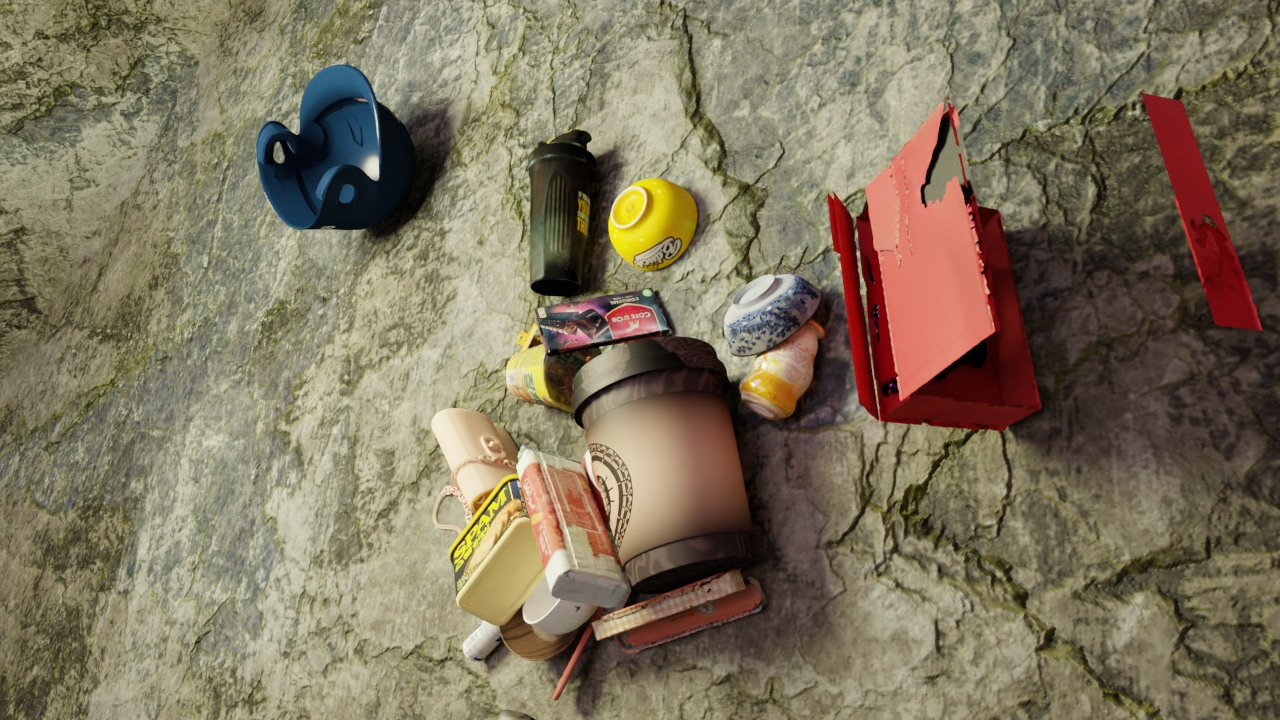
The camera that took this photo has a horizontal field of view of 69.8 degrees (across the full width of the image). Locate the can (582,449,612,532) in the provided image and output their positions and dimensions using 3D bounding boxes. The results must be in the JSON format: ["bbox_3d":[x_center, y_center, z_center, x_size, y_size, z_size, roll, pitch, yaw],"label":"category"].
[{"bbox_3d":[-0.031,0.145,1.054,0.054,0.054,0.096,-36,52,24],"label":"can"}]

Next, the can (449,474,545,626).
[{"bbox_3d":[-0.151,0.214,1.036,0.135,0.075,0.104,-52,22,8],"label":"can"}]

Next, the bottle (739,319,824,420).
[{"bbox_3d":[0.150,0.006,0.954,0.063,0.063,0.109,22,75,43],"label":"bottle"}]

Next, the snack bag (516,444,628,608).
[{"bbox_3d":[-0.078,0.170,0.967,0.041,0.077,0.225,-63,26,16],"label":"snack bag"}]

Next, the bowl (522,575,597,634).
[{"bbox_3d":[-0.077,0.249,0.998,0.105,0.054,0.104,-48,20,23],"label":"bowl"}]

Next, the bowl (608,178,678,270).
[{"bbox_3d":[0.006,-0.178,1.150,0.117,0.067,0.117,-17,61,34],"label":"bowl"}]

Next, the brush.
[{"bbox_3d":[-0.048,0.300,1.012,0.030,0.041,0.172,26,88,3],"label":"brush"}]

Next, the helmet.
[{"bbox_3d":[-0.483,-0.350,1.525,0.232,0.222,0.273,31,123,30],"label":"helmet"}]

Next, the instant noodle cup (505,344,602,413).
[{"bbox_3d":[-0.113,0.017,1.156,0.108,0.102,0.102,-5,69,48],"label":"instant noodle cup"}]

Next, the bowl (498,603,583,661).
[{"bbox_3d":[-0.107,0.289,1.064,0.119,0.032,0.119,-13,60,23],"label":"bowl"}]

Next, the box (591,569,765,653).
[{"bbox_3d":[0.034,0.259,0.937,0.188,0.078,0.054,-29,28,30],"label":"box"}]

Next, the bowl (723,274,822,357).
[{"bbox_3d":[0.130,-0.057,0.970,0.114,0.045,0.114,-33,19,13],"label":"bowl"}]

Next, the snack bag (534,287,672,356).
[{"bbox_3d":[-0.047,-0.047,1.109,0.155,0.018,0.074,-11,52,-14],"label":"snack bag"}]

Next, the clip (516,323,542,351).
[{"bbox_3d":[-0.153,-0.026,1.248,0.048,0.045,0.054,26,91,19],"label":"clip"}]

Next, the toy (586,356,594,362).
[{"bbox_3d":[-0.006,0.006,1.061,0.090,0.103,0.070,-19,59,41],"label":"toy"}]

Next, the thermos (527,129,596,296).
[{"bbox_3d":[-0.111,-0.200,1.245,0.098,0.098,0.220,-12,70,37],"label":"thermos"}]

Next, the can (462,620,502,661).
[{"bbox_3d":[-0.177,0.326,1.115,0.095,0.032,0.032,-48,48,14],"label":"can"}]

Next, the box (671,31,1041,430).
[{"bbox_3d":[0.169,-0.079,0.746,0.108,0.409,0.211,-27,55,44],"label":"box"}]

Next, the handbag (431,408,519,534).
[{"bbox_3d":[-0.226,0.182,1.160,0.187,0.116,0.198,-49,48,13],"label":"handbag"}]

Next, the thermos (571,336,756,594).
[{"bbox_3d":[0.029,0.112,0.948,0.173,0.172,0.226,-28,62,29],"label":"thermos"}]

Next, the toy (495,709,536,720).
[{"bbox_3d":[-0.153,0.433,1.032,0.100,0.062,0.076,-21,95,16],"label":"toy"}]
